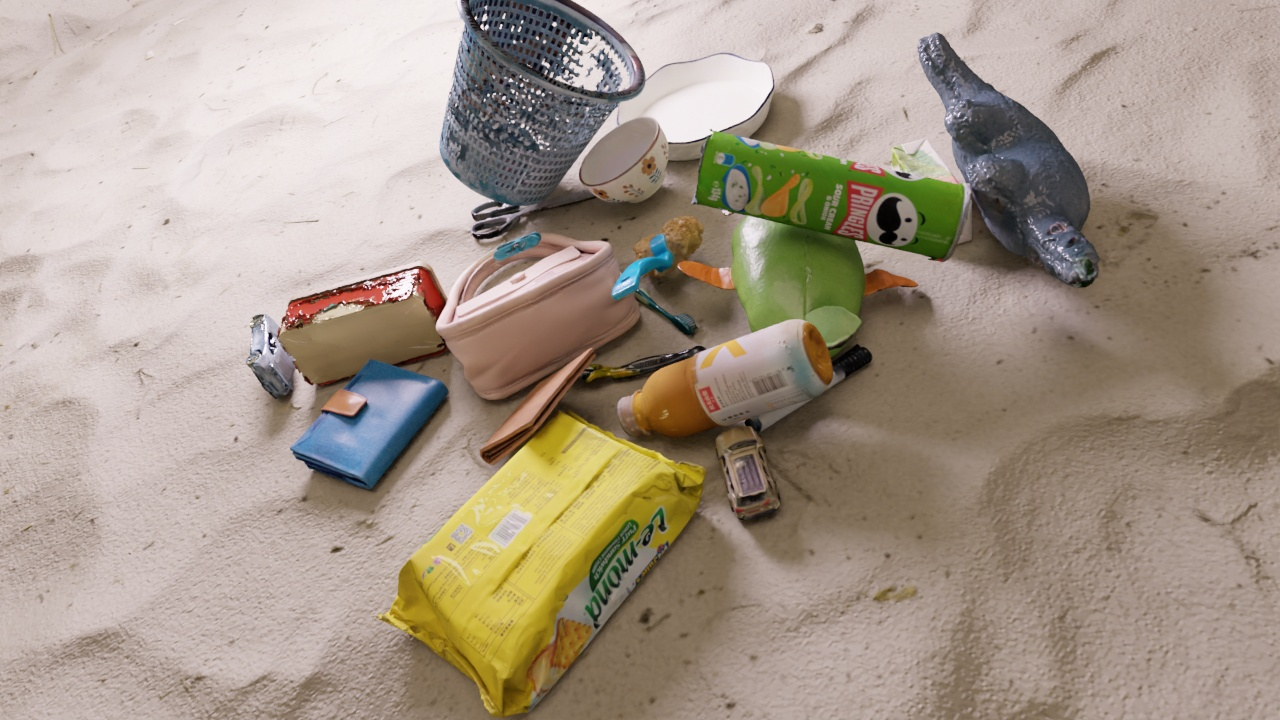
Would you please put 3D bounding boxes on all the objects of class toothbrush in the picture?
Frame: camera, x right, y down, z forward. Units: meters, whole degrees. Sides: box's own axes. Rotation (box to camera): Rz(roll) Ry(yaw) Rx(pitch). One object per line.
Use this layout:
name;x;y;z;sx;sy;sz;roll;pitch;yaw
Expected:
toothbrush;0.000;-0.074;0.969;0.018;0.016;0.191;-27;42;-22

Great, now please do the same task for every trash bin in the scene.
trash bin;-0.136;-0.300;1.078;0.226;0.196;0.226;19;41;-18

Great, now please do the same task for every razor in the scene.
razor;-0.005;0.005;0.886;0.143;0.022;0.042;-9;7;11

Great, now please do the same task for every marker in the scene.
marker;0.148;0.025;0.809;0.130;0.018;0.022;-30;59;-11

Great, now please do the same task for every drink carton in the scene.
drink carton;0.294;-0.170;0.927;0.045;0.053;0.122;-14;43;4

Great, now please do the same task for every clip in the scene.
clip;-0.134;-0.124;0.998;0.056;0.014;0.041;-20;22;15

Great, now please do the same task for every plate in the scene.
plate;0.071;-0.322;1.174;0.205;0.046;0.204;-11;44;10

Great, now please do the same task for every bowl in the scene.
bowl;-0.011;-0.227;1.085;0.114;0.062;0.113;-24;40;22

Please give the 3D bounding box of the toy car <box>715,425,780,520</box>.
toy car;0.087;0.088;0.756;0.042;0.035;0.090;-15;40;4

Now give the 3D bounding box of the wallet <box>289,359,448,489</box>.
wallet;-0.271;0.060;0.920;0.106;0.040;0.132;15;52;27

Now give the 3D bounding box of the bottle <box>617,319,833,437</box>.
bottle;0.067;0.023;0.788;0.190;0.068;0.067;-20;39;27

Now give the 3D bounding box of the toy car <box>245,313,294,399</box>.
toy car;-0.412;-0.008;1.029;0.037;0.054;0.120;-26;42;-3

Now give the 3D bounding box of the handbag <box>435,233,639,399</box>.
handbag;-0.123;-0.074;0.980;0.193;0.093;0.234;-27;31;-6

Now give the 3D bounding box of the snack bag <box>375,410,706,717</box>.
snack bag;-0.080;0.146;0.736;0.158;0.068;0.245;23;59;37

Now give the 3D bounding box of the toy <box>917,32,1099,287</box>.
toy;0.350;-0.176;0.857;0.092;0.137;0.355;-37;42;28

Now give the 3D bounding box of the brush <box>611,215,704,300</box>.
brush;0.011;-0.097;0.889;0.083;0.046;0.254;-26;9;19

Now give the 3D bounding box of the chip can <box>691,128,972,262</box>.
chip can;0.167;-0.148;0.822;0.236;0.072;0.072;14;49;6

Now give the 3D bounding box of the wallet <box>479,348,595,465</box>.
wallet;-0.093;0.042;0.831;0.101;0.020;0.116;-53;11;-35

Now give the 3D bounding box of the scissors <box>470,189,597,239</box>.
scissors;-0.131;-0.196;1.146;0.172;0.014;0.145;-40;47;-21

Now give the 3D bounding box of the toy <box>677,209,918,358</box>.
toy;0.149;-0.089;0.874;0.227;0.090;0.246;1;49;6

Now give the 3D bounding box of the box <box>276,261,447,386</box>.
box;-0.294;-0.035;0.984;0.168;0.091;0.079;-15;39;6
